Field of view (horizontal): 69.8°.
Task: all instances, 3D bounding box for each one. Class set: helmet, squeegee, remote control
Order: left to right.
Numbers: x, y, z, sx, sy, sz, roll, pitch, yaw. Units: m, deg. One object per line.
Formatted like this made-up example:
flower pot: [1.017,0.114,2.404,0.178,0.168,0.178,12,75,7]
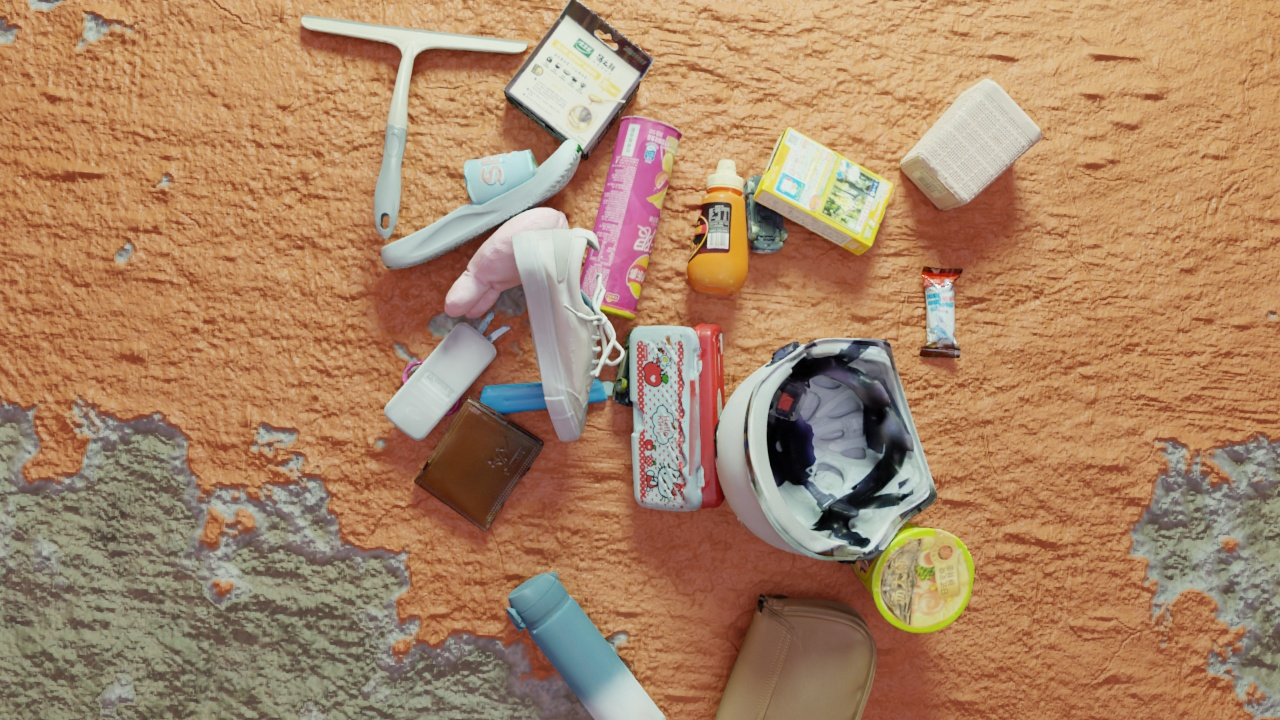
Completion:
squeegee: [-0.257,-0.251,0.971,0.246,0.039,0.246,6,78,-3]
remote control: [-0.218,0.023,1.001,0.056,0.020,0.136,41,88,-12]
helmet: [0.171,0.096,0.965,0.258,0.146,0.229,-22,91,-33]

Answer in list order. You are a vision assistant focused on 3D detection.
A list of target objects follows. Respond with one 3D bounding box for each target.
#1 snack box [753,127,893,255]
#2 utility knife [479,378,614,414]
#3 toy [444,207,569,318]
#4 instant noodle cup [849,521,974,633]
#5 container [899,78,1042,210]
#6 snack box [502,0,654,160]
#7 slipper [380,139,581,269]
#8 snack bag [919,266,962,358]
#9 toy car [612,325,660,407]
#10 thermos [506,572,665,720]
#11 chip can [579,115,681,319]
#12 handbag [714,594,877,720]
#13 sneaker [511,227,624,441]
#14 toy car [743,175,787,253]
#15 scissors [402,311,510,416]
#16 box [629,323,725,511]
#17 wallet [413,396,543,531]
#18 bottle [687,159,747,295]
snack box: [0.203,-0.187,1.016,0.140,0.034,0.086,25,71,-6]
utility knife: [-0.103,0.039,1.027,0.159,0.018,0.034,-5,104,-4]
toy: [-0.142,-0.103,0.972,0.159,0.121,0.054,-41,81,9]
instant noodle cup: [0.283,0.220,1.001,0.111,0.123,0.112,-1,97,-8]
container: [0.359,-0.232,1.013,0.111,0.090,0.090,-45,94,1]
snack box: [-0.067,-0.305,1.001,0.113,0.053,0.125,37,89,-4]
slipper: [-0.173,-0.173,0.976,0.245,0.104,0.074,-28,98,5]
snack bag: [0.343,-0.055,1.048,0.048,0.026,0.104,2,91,8]
toy car: [-0.006,0.006,1.020,0.042,0.035,0.090,13,92,-31]
thermos: [-0.063,0.333,1.016,0.070,0.070,0.220,-38,93,-2]
chip can: [-0.013,-0.154,1.000,0.071,0.071,0.210,15,90,-4]
handbag: [0.172,0.360,1.017,0.148,0.100,0.204,21,90,4]
sneaker: [-0.067,-0.026,0.945,0.090,0.089,0.243,-11,123,-6]
toy car: [0.137,-0.163,1.027,0.043,0.034,0.090,-2,78,-12]
scissors: [-0.194,0.006,1.023,0.137,0.017,0.083,-34,93,-6]
box: [0.039,0.060,1.005,0.102,0.095,0.201,-1,96,12]
wallet: [-0.178,0.114,1.013,0.101,0.032,0.124,33,99,-8]
bottle: [0.089,-0.149,1.014,0.067,0.067,0.149,6,84,-4]
